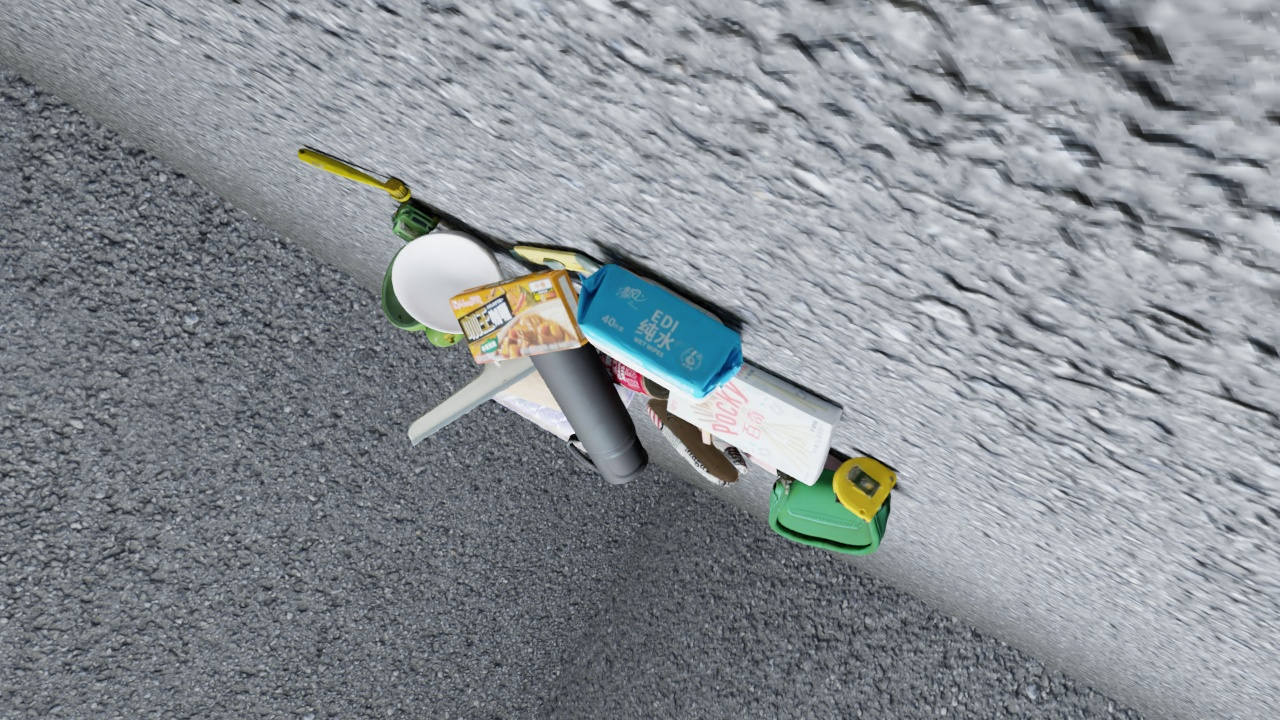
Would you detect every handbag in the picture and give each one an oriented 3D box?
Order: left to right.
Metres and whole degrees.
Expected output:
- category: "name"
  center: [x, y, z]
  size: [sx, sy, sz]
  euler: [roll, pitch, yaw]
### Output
- category: "handbag"
  center: [-0.109, 0.037, 1.311]
  size: [0.194, 0.134, 0.075]
  euler: [30, 172, 1]
- category: "handbag"
  center: [0.210, 0.160, 1.024]
  size: [0.131, 0.067, 0.120]
  euler: [10, 151, 18]

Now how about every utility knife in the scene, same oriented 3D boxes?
- category: "utility knife"
  center: [-0.081, -0.092, 0.822]
  size: [0.031, 0.019, 0.178]
  euler: [40, 173, -29]

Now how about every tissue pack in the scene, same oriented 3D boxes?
- category: "tissue pack"
  center: [0.014, -0.021, 0.721]
  size: [0.140, 0.063, 0.090]
  euler: [30, 174, 7]

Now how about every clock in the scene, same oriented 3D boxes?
- category: "clock"
  center: [-0.246, -0.083, 1.118]
  size: [0.161, 0.116, 0.056]
  euler: [28, -175, 36]

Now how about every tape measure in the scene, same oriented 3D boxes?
- category: "tape measure"
  center: [0.225, 0.126, 0.929]
  size: [0.057, 0.060, 0.029]
  euler: [34, 175, 8]

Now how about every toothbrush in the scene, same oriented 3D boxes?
- category: "toothbrush"
  center: [-0.297, -0.194, 0.938]
  size: [0.190, 0.015, 0.016]
  euler: [25, 167, 35]

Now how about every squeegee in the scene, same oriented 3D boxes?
- category: "squeegee"
  center: [-0.210, -0.075, 1.023]
  size: [0.246, 0.246, 0.039]
  euler: [55, 162, 9]

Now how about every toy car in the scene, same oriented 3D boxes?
- category: "toy car"
  center: [-0.242, -0.146, 0.977]
  size: [0.043, 0.036, 0.091]
  euler: [33, 168, -17]

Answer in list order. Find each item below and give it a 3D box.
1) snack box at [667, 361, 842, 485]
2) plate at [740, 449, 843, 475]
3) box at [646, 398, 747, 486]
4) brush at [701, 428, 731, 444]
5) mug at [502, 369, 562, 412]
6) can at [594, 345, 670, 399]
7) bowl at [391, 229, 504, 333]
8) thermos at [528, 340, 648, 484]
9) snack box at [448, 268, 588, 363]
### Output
- category: "snack box"
  center: [0.099, 0.045, 0.832]
  size: [0.157, 0.026, 0.085]
  euler: [27, 138, 20]
- category: "plate"
  center: [0.186, 0.125, 1.136]
  size: [0.192, 0.039, 0.192]
  euler: [29, 172, 4]
- category: "box"
  center: [0.068, 0.103, 1.188]
  size: [0.163, 0.077, 0.074]
  euler: [45, -174, 28]
- category: "brush"
  center: [0.074, 0.047, 0.953]
  size: [0.073, 0.063, 0.146]
  euler: [18, 170, 10]
- category: "mug"
  center: [-0.117, -0.006, 1.097]
  size: [0.103, 0.124, 0.084]
  euler: [21, 142, -9]
- category: "can"
  center: [-0.006, 0.006, 1.019]
  size: [0.053, 0.053, 0.133]
  euler: [34, 171, -29]
- category: "bowl"
  center: [-0.195, -0.094, 0.968]
  size: [0.118, 0.119, 0.064]
  euler: [32, -150, -15]
- category: "thermos"
  center: [-0.074, 0.035, 1.011]
  size: [0.090, 0.068, 0.243]
  euler: [-10, 125, 22]
- category: "snack box"
  center: [-0.118, -0.042, 0.895]
  size: [0.154, 0.026, 0.075]
  euler: [-8, 112, 41]
